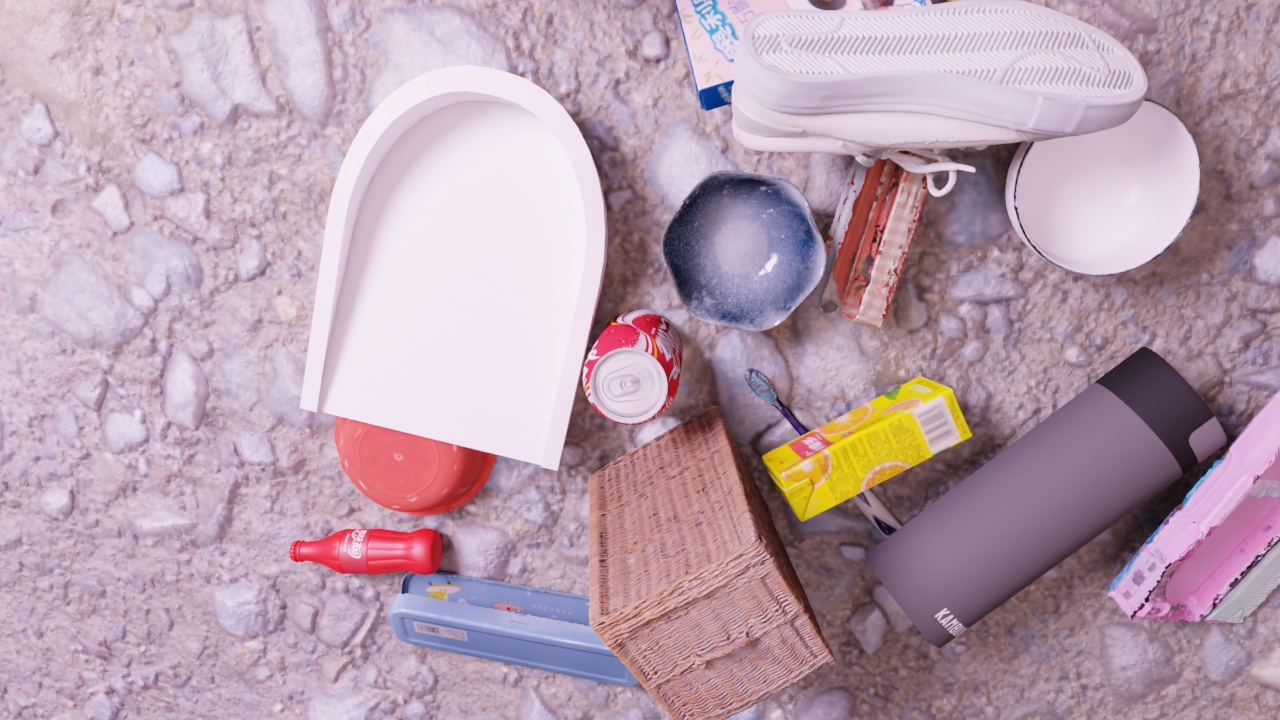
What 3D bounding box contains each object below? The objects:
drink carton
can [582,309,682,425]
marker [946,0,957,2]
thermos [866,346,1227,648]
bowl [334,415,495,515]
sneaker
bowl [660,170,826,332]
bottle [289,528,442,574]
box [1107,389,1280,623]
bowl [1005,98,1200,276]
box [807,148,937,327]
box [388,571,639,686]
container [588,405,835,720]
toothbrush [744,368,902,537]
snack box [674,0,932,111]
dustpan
[{"bbox_3d":[0.158,0.063,0.653,0.134,0.058,0.043,-26,100,-1],"label":"drink carton"},{"bbox_3d":[-0.004,0.004,0.640,0.064,0.104,0.064,1,104,4],"label":"can"},{"bbox_3d":[0.215,-0.215,0.609,0.017,0.021,0.124,-18,109,-37],"label":"marker"},{"bbox_3d":[0.281,0.098,0.646,0.241,0.082,0.082,-40,98,10],"label":"thermos"},{"bbox_3d":[-0.179,0.066,0.702,0.130,0.045,0.130,1,105,4],"label":"bowl"},{"bbox_3d":[0.173,-0.157,0.559,0.242,0.091,0.089,0,60,-3],"label":"sneaker"},{"bbox_3d":[0.070,-0.078,0.639,0.110,0.055,0.110,1,104,4],"label":"bowl"},{"bbox_3d":[-0.220,0.152,0.732,0.119,0.036,0.036,-1,104,6],"label":"bottle"},{"bbox_3d":[0.452,0.097,0.638,0.159,0.035,0.231,8,123,-23],"label":"box"},{"bbox_3d":[0.296,-0.116,0.605,0.113,0.063,0.113,1,105,5],"label":"bowl"},{"bbox_3d":[0.159,-0.119,0.629,0.064,0.056,0.188,14,102,-4],"label":"box"},{"bbox_3d":[-0.095,0.213,0.747,0.210,0.058,0.068,10,134,4],"label":"box"},{"bbox_3d":[0.041,0.135,0.624,0.114,0.198,0.113,-30,111,8],"label":"container"},{"bbox_3d":[0.142,0.076,0.691,0.016,0.017,0.189,-41,98,11],"label":"toothbrush"},{"bbox_3d":[0.103,-0.226,0.593,0.154,0.033,0.088,-15,76,8],"label":"snack box"},{"bbox_3d":[-0.123,-0.067,0.635,0.191,0.053,0.258,14,94,0],"label":"dustpan"}]
